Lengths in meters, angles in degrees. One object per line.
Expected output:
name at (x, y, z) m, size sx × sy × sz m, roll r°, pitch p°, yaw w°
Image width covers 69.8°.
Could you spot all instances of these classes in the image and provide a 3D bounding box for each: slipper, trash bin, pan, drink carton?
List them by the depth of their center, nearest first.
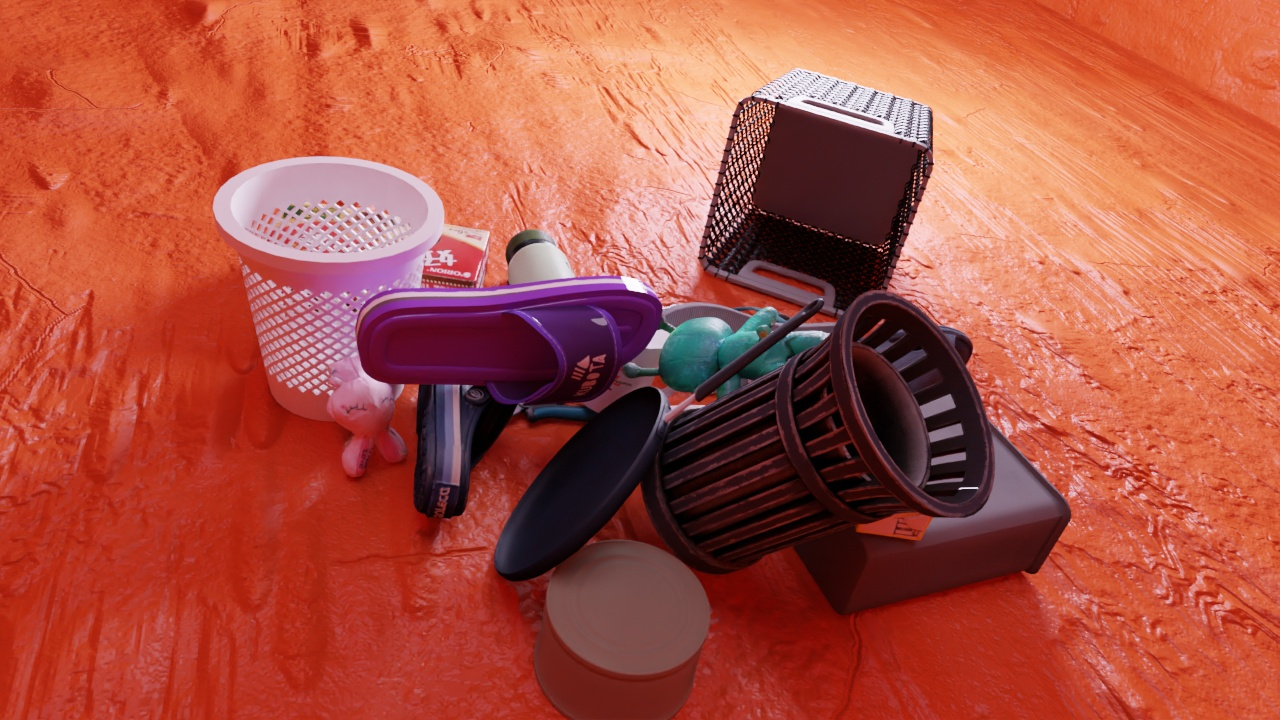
trash bin at (0.121, 0.071, 0.703) m, size 0.164 × 0.228 × 0.164 m, roll 22°, pitch 54°, yaw -33°
pan at (0.007, 0.059, 0.720) m, size 0.021 × 0.357 × 0.198 m, roll 43°, pitch 31°, yaw -14°
slipper at (-0.099, -0.004, 0.778) m, size 0.266 × 0.107 × 0.084 m, roll -2°, pitch 40°, yaw -24°
drink carton at (0.208, 0.090, 0.794) m, size 0.058 × 0.043 × 0.134 m, roll 8°, pitch 38°, yaw -5°
slipper at (-0.162, 0.047, 0.859) m, size 0.095 × 0.105 × 0.252 m, roll 7°, pitch 39°, yaw -12°
trash bin at (0.248, 0.125, 0.871) m, size 0.219 × 0.098 × 0.191 m, roll -7°, pitch 40°, yaw -22°
trash bin at (-0.292, -0.060, 0.878) m, size 0.195 × 0.200 × 0.195 m, roll 8°, pitch 36°, yaw -6°
slipper at (0.255, 0.029, 1.011) m, size 0.263 × 0.101 × 0.082 m, roll -7°, pitch 47°, yaw -14°
slipper at (0.127, -0.011, 1.042) m, size 0.268 × 0.098 × 0.055 m, roll 6°, pitch 11°, yaw -21°

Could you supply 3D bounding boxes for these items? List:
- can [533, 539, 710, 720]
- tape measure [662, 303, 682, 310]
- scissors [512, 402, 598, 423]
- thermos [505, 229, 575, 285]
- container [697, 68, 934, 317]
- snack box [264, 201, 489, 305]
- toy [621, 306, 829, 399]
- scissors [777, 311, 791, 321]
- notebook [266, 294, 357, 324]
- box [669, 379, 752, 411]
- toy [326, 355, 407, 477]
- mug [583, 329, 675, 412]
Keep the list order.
can at (-0.015, 0.208, 0.702) m, size 0.128 × 0.073 × 0.127 m, roll 8°, pitch 36°, yaw -6°
tape measure at (0.040, -0.033, 1.072) m, size 0.072 × 0.042 × 0.071 m, roll -8°, pitch 41°, yaw -32°
scissors at (-0.086, 0.044, 0.950) m, size 0.124 × 0.019 × 0.156 m, roll 27°, pitch 37°, yaw 18°
thermos at (-0.109, -0.073, 1.050) m, size 0.082 × 0.082 × 0.231 m, roll -2°, pitch 33°, yaw -18°
container at (0.248, -0.238, 1.238) m, size 0.247 × 0.246 × 0.242 m, roll 20°, pitch 33°, yaw 11°
snack box at (-0.297, -0.114, 1.042) m, size 0.236 × 0.060 × 0.113 m, roll 9°, pitch 38°, yaw -5°
toy at (0.081, -0.007, 0.841) m, size 0.194 × 0.072 × 0.130 m, roll 4°, pitch 53°, yaw 31°
scissors at (0.200, -0.015, 1.116) m, size 0.161 × 0.013 × 0.158 m, roll -12°, pitch 43°, yaw -29°
notebook at (-0.322, -0.098, 1.080) m, size 0.249 × 0.014 × 0.178 m, roll -6°, pitch 40°, yaw -23°
box at (0.079, 0.065, 0.871) m, size 0.128 × 0.137 × 0.108 m, roll 0°, pitch 40°, yaw -14°
toy at (-0.247, 0.050, 0.826) m, size 0.047 × 0.110 × 0.063 m, roll 10°, pitch 28°, yaw 38°
mug at (-0.006, 0.005, 0.943) m, size 0.105 × 0.090 × 0.073 m, roll 14°, pitch 31°, yaw -17°
